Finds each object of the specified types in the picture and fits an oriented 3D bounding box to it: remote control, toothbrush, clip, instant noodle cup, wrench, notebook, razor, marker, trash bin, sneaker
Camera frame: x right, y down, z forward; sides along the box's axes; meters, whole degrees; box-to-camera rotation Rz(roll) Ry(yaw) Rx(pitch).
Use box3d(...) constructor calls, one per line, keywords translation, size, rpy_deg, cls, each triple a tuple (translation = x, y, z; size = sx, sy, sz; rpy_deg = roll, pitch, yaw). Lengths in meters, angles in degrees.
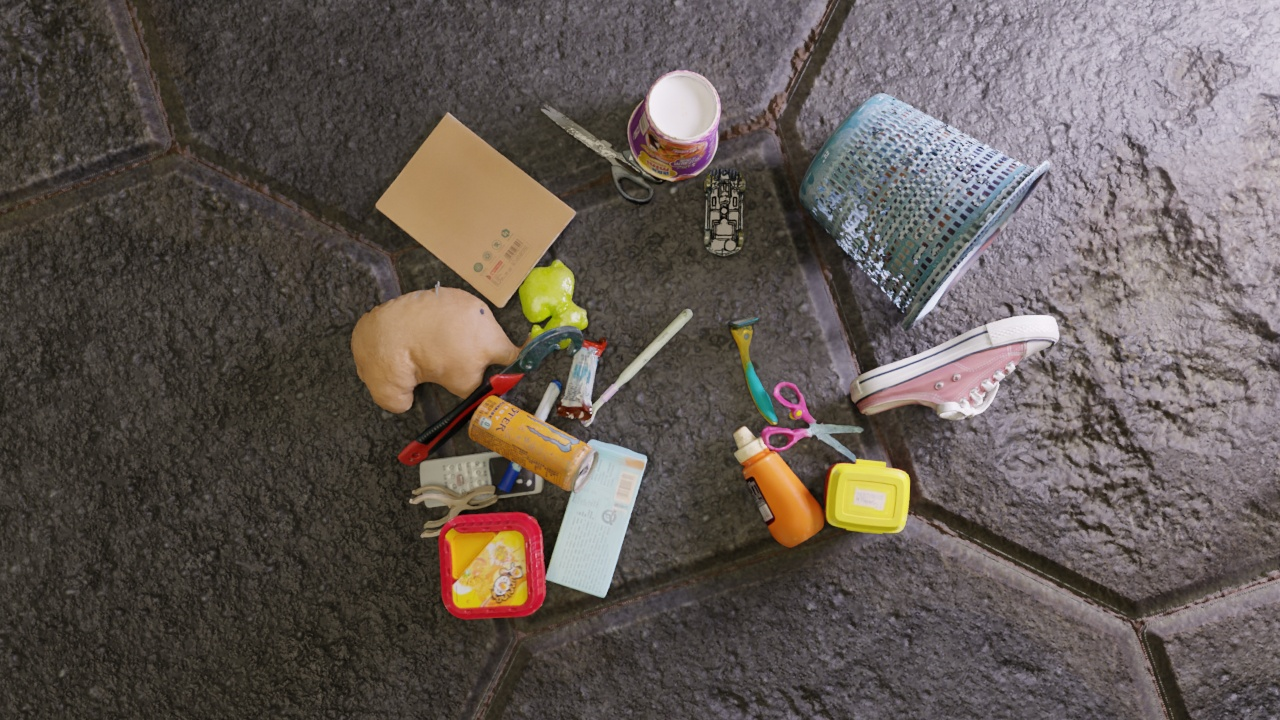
box3d(translation=(-0.192, 0.141, 1.114), size=(0.150, 0.021, 0.058), rpy_deg=(-8, 90, 3), cls="remote control")
box3d(translation=(-0.007, 0.006, 1.106), size=(0.189, 0.020, 0.029), rpy_deg=(-44, 63, 2), cls="toothbrush")
box3d(translation=(-0.230, 0.163, 1.086), size=(0.102, 0.035, 0.095), rpy_deg=(-38, 106, 7), cls="clip")
box3d(translation=(0.044, -0.276, 1.058), size=(0.111, 0.099, 0.111), rpy_deg=(1, 84, -6), cls="instant noodle cup")
box3d(translation=(-0.163, 0.229, 1.061), size=(0.116, 0.123, 0.116), rpy_deg=(-4, 89, 3), cls="instant noodle cup")
box3d(translation=(-0.182, 0.043, 1.090), size=(0.274, 0.056, 0.016), rpy_deg=(-36, 51, 10), cls="wrench")
box3d(translation=(-0.201, -0.182, 1.108), size=(0.207, 0.008, 0.148), rpy_deg=(38, 92, 9), cls="notebook")
box3d(translation=(0.138, 0.014, 1.096), size=(0.028, 0.043, 0.132), rpy_deg=(-18, 90, 47), cls="razor")
box3d(translation=(-0.131, 0.090, 1.098), size=(0.017, 0.017, 0.145), rpy_deg=(25, 78, 2), cls="marker")
box3d(translation=(0.294, -0.180, 1.012), size=(0.195, 0.226, 0.226), rpy_deg=(42, 91, 14), cls="trash bin")
box3d(translation=(0.365, 0.024, 1.049), size=(0.241, 0.118, 0.087), rpy_deg=(-21, 71, 8), cls="sneaker")

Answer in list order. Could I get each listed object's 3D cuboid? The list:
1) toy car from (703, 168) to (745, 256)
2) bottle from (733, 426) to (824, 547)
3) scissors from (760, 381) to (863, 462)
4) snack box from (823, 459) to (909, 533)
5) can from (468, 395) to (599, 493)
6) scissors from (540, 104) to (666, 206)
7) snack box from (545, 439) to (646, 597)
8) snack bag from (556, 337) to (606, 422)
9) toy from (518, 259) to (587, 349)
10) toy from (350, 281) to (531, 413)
box3d(translation=(0.099, -0.176, 1.096), size=(0.049, 0.031, 0.105), rpy_deg=(2, 89, 3), cls="toy car")
box3d(translation=(0.155, 0.144, 1.081), size=(0.067, 0.067, 0.149), rpy_deg=(-32, 81, 2), cls="bottle")
box3d(translation=(0.201, 0.088, 1.085), size=(0.135, 0.017, 0.108), rpy_deg=(38, 72, -6), cls="scissors")
box3d(translation=(0.258, 0.154, 1.065), size=(0.091, 0.080, 0.082), rpy_deg=(6, 91, 3), cls="snack box")
box3d(translation=(-0.124, 0.096, 1.054), size=(0.146, 0.058, 0.058), rpy_deg=(26, 91, 15), cls="can")
box3d(translation=(-0.041, -0.264, 1.113), size=(0.133, 0.014, 0.175), rpy_deg=(-21, 86, 1), cls="scissors")
box3d(translation=(-0.051, 0.187, 1.092), size=(0.074, 0.051, 0.175), rpy_deg=(17, 90, 4), cls="snack box")
box3d(translation=(-0.070, 0.019, 1.098), size=(0.045, 0.026, 0.105), rpy_deg=(11, 81, 10), cls="snack bag")
box3d(translation=(-0.108, -0.068, 1.102), size=(0.100, 0.031, 0.096), rpy_deg=(41, 78, 2), cls="toy")
box3d(translation=(-0.229, -0.021, 1.090), size=(0.226, 0.082, 0.143), rpy_deg=(-12, 109, 0), cls="toy")
